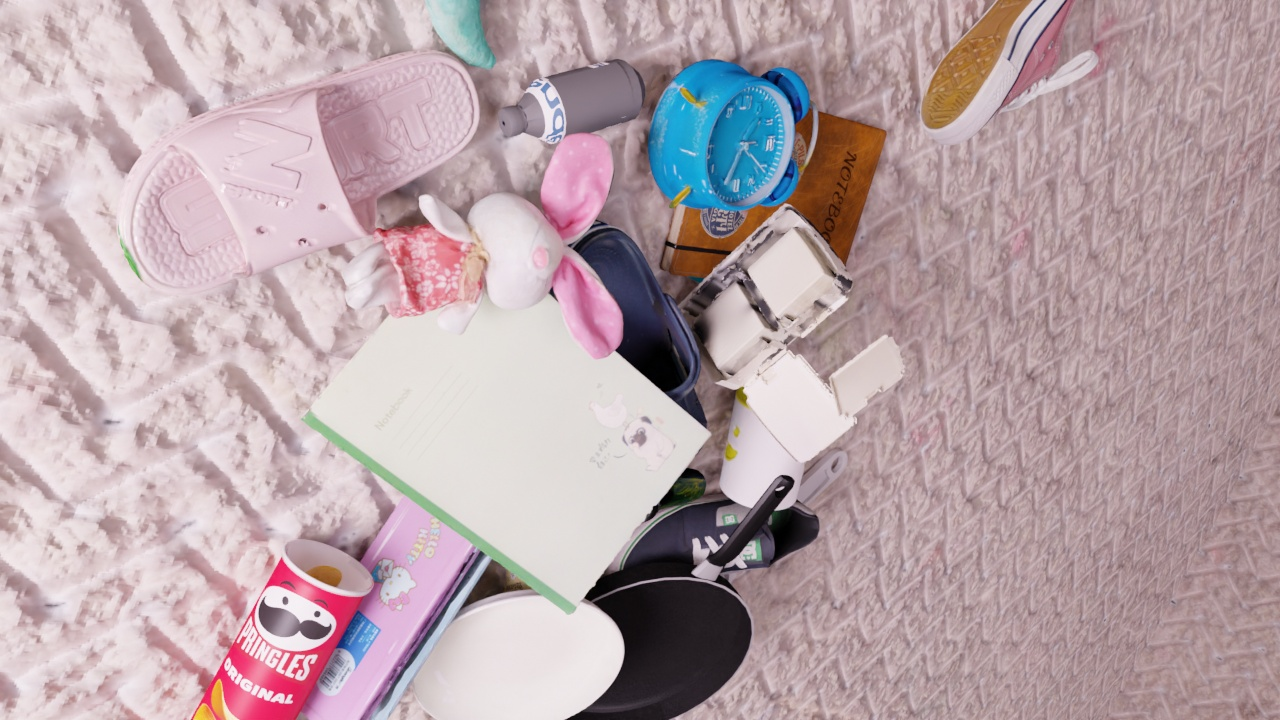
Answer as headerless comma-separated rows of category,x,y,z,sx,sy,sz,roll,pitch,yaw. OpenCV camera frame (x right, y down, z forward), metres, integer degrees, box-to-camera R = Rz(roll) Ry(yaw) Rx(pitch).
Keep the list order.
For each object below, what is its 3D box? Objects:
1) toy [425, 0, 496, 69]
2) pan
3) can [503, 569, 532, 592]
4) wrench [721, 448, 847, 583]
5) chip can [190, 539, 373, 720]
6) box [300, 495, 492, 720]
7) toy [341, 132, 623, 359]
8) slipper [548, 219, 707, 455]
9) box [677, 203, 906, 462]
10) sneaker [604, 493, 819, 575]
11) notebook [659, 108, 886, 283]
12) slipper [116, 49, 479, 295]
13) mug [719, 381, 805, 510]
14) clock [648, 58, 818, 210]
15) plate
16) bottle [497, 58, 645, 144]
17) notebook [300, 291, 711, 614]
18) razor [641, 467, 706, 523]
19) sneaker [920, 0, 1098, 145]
toy,-0.104,-0.247,0.585,0.085,0.033,0.105,22,96,-55
pan,0.034,0.232,0.869,0.225,0.034,0.357,21,115,-29
can,-0.098,0.185,0.807,0.038,0.038,0.080,-5,115,-39
wrench,0.134,0.179,1.016,0.272,0.018,0.087,-39,130,-20
chip can,-0.278,0.243,0.665,0.069,0.069,0.220,27,94,-45
box,-0.179,0.193,0.720,0.096,0.077,0.214,34,88,-46
toy,-0.102,-0.070,0.619,0.194,0.084,0.159,-8,109,-23
slipper,-0.005,0.004,0.757,0.105,0.095,0.253,-39,128,-22
box,0.129,-0.013,0.759,0.144,0.191,0.068,-43,141,24
sneaker,0.078,0.181,0.910,0.234,0.079,0.084,-12,107,-30
notebook,0.120,-0.142,0.837,0.248,0.014,0.179,0,111,-40
slipper,-0.193,-0.118,0.553,0.238,0.064,0.094,-34,130,-24
mug,0.127,0.084,0.913,0.082,0.082,0.106,-9,118,-37
clock,0.081,-0.177,0.732,0.161,0.060,0.117,-16,121,-35
plate,-0.106,0.256,0.800,0.182,0.034,0.183,-7,127,-10
bottle,-0.049,-0.182,0.652,0.112,0.047,0.047,-25,126,-28
notebook,-0.090,0.049,0.684,0.252,0.010,0.181,41,82,-17
razor,0.016,0.125,0.856,0.151,0.067,0.054,3,105,-50
sneaker,0.365,-0.289,0.905,0.088,0.118,0.240,46,74,-26
